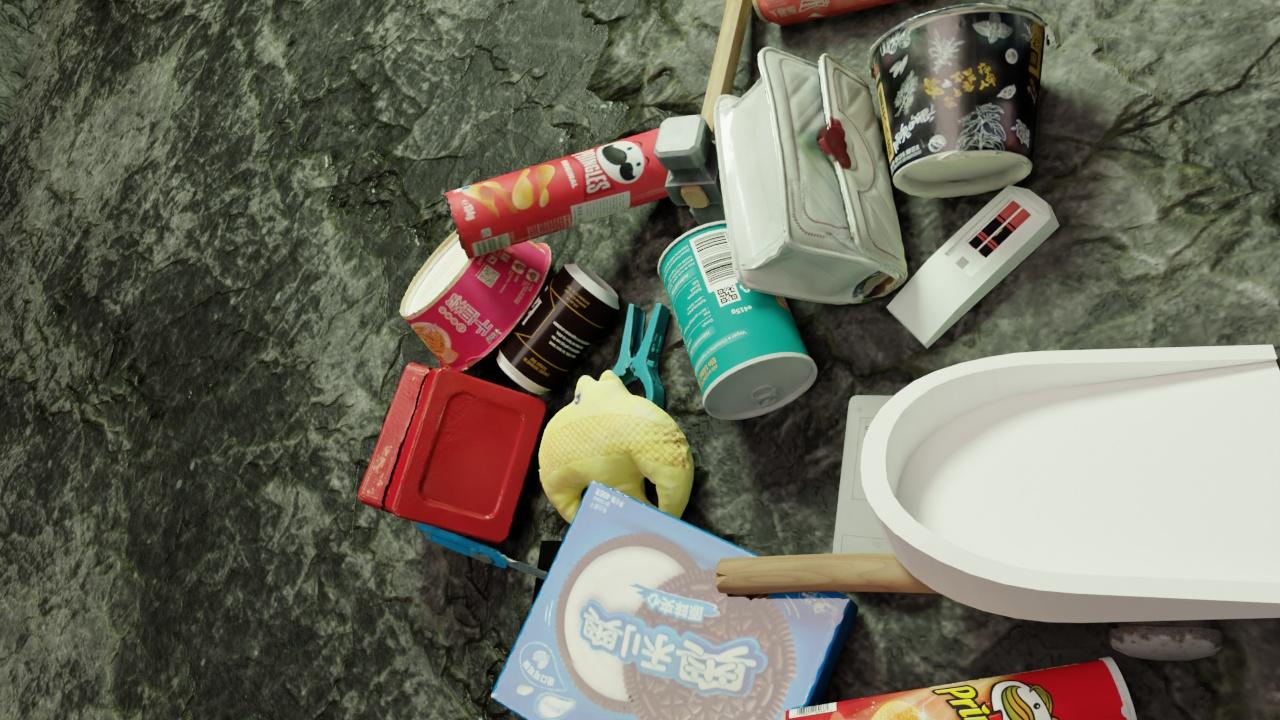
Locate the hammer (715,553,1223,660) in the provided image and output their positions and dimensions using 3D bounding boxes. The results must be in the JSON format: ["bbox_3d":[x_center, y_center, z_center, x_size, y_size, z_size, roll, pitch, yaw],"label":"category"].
[{"bbox_3d":[0.210,0.147,0.632,0.329,0.052,0.097,-4,61,23],"label":"hammer"}]

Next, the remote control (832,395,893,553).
[{"bbox_3d":[0.195,0.101,0.722,0.074,0.019,0.151,-1,72,36],"label":"remote control"}]

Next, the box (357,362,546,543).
[{"bbox_3d":[-0.185,0.096,0.937,0.156,0.147,0.157,13,81,27],"label":"box"}]

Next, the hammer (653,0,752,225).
[{"bbox_3d":[0.084,-0.293,0.906,0.051,0.117,0.322,2,65,27],"label":"hammer"}]

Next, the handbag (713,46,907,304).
[{"bbox_3d":[0.149,-0.154,0.775,0.096,0.141,0.198,-42,48,55],"label":"handbag"}]

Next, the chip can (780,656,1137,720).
[{"bbox_3d":[0.203,0.240,0.603,0.215,0.052,0.051,-14,64,12],"label":"chip can"}]

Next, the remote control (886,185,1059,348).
[{"bbox_3d":[0.264,-0.079,0.735,0.143,0.024,0.049,-46,53,14],"label":"remote control"}]

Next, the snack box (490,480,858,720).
[{"bbox_3d":[0.024,0.231,0.726,0.239,0.056,0.195,21,79,25],"label":"snack box"}]

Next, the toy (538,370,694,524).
[{"bbox_3d":[-0.030,0.088,0.851,0.171,0.064,0.155,-11,93,34],"label":"toy"}]

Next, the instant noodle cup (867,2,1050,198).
[{"bbox_3d":[0.253,-0.196,0.728,0.137,0.137,0.112,-5,81,34],"label":"instant noodle cup"}]

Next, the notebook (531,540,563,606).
[{"bbox_3d":[-0.023,0.237,0.820,0.207,0.016,0.148,-8,66,39],"label":"notebook"}]

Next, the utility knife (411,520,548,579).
[{"bbox_3d":[-0.164,0.194,0.935,0.225,0.031,0.015,5,44,41],"label":"utility knife"}]

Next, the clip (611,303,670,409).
[{"bbox_3d":[-0.018,0.009,0.909,0.121,0.031,0.130,-22,61,33],"label":"clip"}]

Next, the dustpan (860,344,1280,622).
[{"bbox_3d":[0.276,0.067,0.587,0.258,0.053,0.191,-10,44,26],"label":"dustpan"}]

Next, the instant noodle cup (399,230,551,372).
[{"bbox_3d":[-0.184,-0.079,0.982,0.179,0.077,0.178,-36,30,25],"label":"instant noodle cup"}]

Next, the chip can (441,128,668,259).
[{"bbox_3d":[-0.073,-0.165,0.905,0.232,0.073,0.073,-19,56,-10],"label":"chip can"}]

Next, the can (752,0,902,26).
[{"bbox_3d":[0.191,-0.363,0.866,0.170,0.067,0.067,1,74,37],"label":"can"}]

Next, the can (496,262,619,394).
[{"bbox_3d":[-0.084,-0.033,0.940,0.129,0.072,0.072,-50,52,10],"label":"can"}]

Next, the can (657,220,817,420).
[{"bbox_3d":[0.082,-0.035,0.803,0.099,0.099,0.143,-31,57,23],"label":"can"}]
